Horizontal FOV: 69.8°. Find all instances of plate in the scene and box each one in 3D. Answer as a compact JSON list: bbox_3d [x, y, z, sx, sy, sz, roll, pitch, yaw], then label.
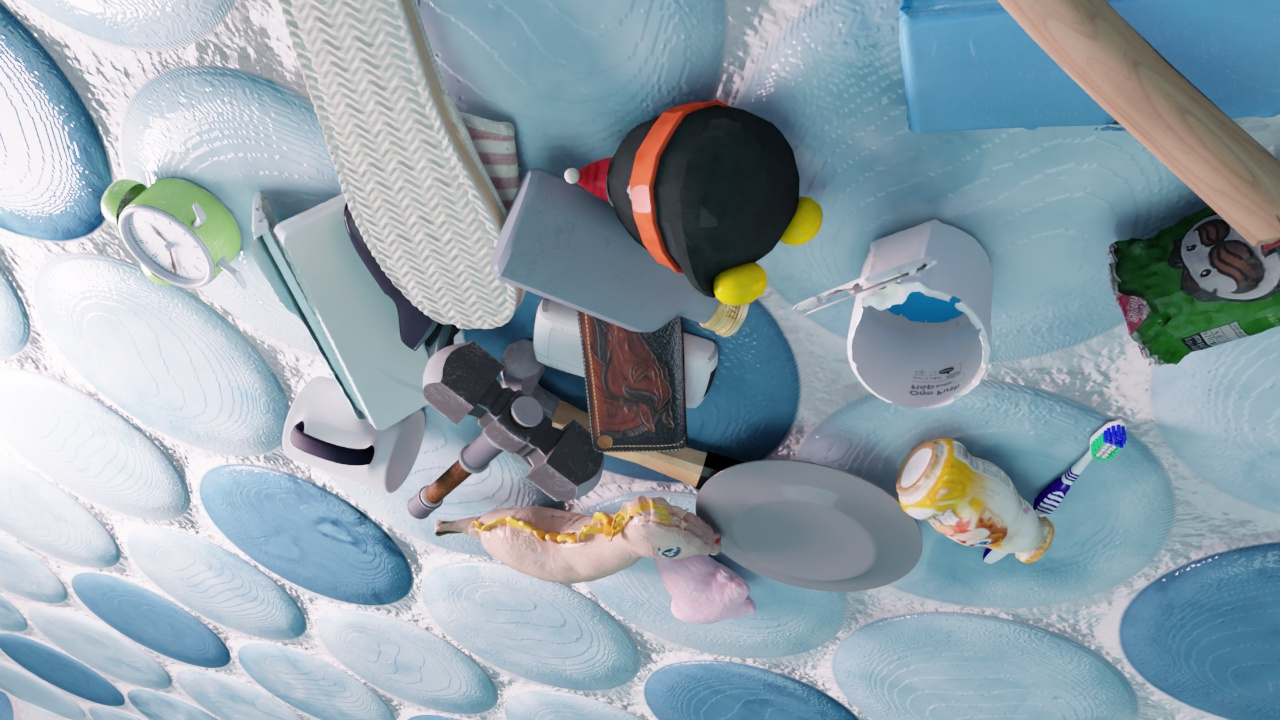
[{"bbox_3d":[0.129,0.138,0.724,0.178,0.012,0.179,12,140,10],"label":"plate"}]

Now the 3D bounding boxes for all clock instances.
[{"bbox_3d":[-0.367,-0.099,0.722,0.119,0.042,0.094,5,134,18],"label":"clock"}]

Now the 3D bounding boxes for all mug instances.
[{"bbox_3d":[-0.255,0.067,0.799,0.097,0.111,0.079,18,98,5],"label":"mug"}]

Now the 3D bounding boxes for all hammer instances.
[{"bbox_3d":[-0.156,0.096,0.793,0.156,0.042,0.323,39,145,-9],"label":"hammer"},{"bbox_3d":[0.034,0.084,0.743,0.328,0.039,0.131,18,139,4],"label":"hammer"},{"bbox_3d":[0.139,-0.168,0.364,0.328,0.052,0.098,46,136,0],"label":"hammer"}]

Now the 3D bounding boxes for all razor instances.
[{"bbox_3d":[-0.175,-0.059,0.672,0.052,0.047,0.143,-22,132,7],"label":"razor"}]

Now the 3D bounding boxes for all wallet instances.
[{"bbox_3d":[-0.004,0.004,0.644,0.072,0.019,0.123,-2,108,9],"label":"wallet"}]

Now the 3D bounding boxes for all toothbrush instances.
[{"bbox_3d":[0.295,0.102,0.664,0.015,0.016,0.187,20,138,3],"label":"toothbrush"}]

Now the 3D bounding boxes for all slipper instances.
[{"bbox_3d":[-0.138,-0.138,0.579,0.115,0.052,0.263,-3,126,21],"label":"slipper"}]

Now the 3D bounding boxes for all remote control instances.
[{"bbox_3d":[-0.013,-0.005,0.679,0.138,0.025,0.060,16,138,4],"label":"remote control"}]

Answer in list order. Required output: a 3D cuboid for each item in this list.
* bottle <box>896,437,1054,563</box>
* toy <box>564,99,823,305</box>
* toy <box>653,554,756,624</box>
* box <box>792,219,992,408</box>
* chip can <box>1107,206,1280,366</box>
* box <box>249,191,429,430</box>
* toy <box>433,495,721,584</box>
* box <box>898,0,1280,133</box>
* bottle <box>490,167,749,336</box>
[{"bbox_3d":[0.239,0.103,0.651,0.108,0.063,0.063,31,138,-5],"label":"bottle"},{"bbox_3d":[0.029,-0.098,0.522,0.119,0.097,0.100,18,143,40],"label":"toy"},{"bbox_3d":[0.060,0.211,0.852,0.093,0.050,0.102,0,130,28],"label":"toy"},{"bbox_3d":[0.140,-0.030,0.495,0.085,0.159,0.119,-15,116,27],"label":"box"},{"bbox_3d":[0.345,-0.066,0.427,0.224,0.075,0.075,-26,120,39],"label":"chip can"},{"bbox_3d":[-0.240,-0.042,0.725,0.096,0.085,0.199,33,147,41],"label":"box"},{"bbox_3d":[-0.061,0.153,0.801,0.196,0.065,0.265,17,157,-19],"label":"toy"},{"bbox_3d":[0.227,-0.170,0.382,0.232,0.066,0.173,2,133,23],"label":"box"},{"bbox_3d":[-0.008,-0.058,0.581,0.161,0.072,0.046,21,-177,-18],"label":"bottle"}]
